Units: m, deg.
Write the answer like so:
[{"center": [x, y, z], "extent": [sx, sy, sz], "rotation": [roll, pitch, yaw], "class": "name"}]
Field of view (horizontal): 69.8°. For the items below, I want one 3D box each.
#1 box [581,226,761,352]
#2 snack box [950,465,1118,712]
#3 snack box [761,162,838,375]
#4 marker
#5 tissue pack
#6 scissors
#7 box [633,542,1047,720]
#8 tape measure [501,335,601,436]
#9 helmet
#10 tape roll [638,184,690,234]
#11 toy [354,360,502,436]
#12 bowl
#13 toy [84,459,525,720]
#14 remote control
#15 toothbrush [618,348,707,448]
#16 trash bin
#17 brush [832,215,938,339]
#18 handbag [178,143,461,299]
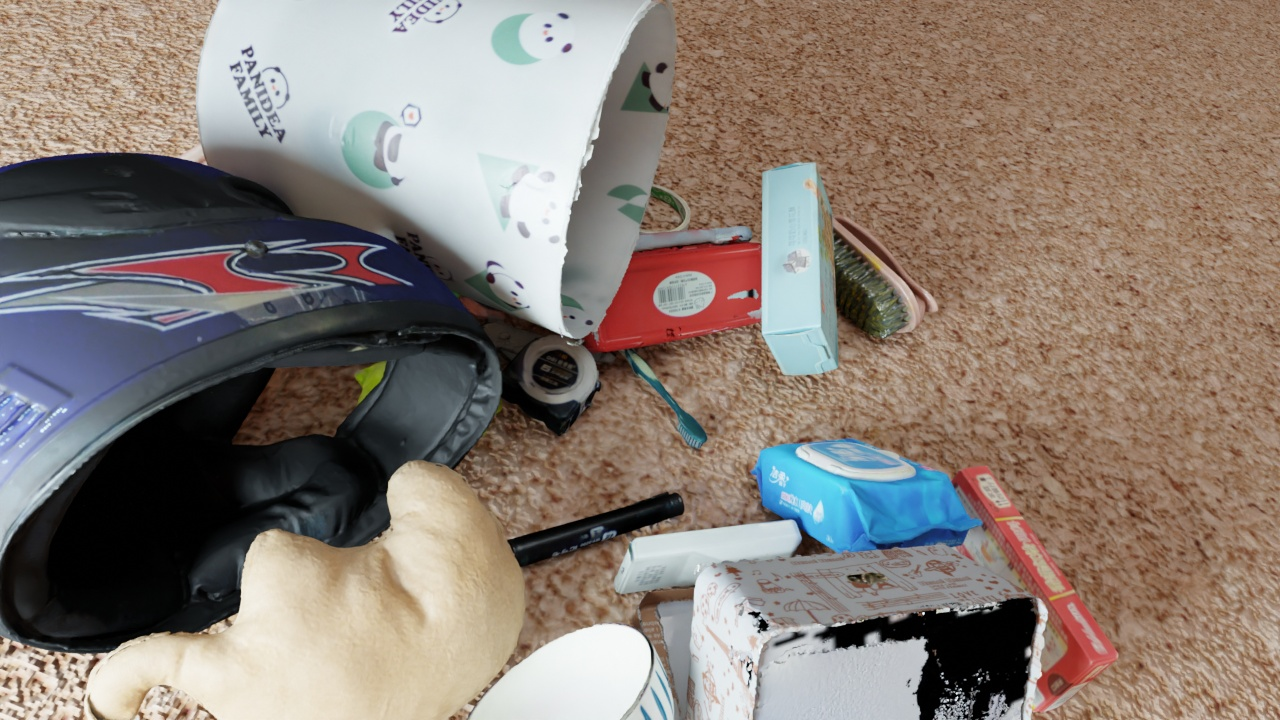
[{"center": [0.012, -0.066, 0.795], "extent": [0.201, 0.095, 0.102], "rotation": [-12, 11, -36], "class": "box"}, {"center": [0.253, 0.154, 0.632], "extent": [0.025, 0.075, 0.152], "rotation": [-6, 48, -21], "class": "snack box"}, {"center": [0.138, -0.080, 0.793], "extent": [0.052, 0.074, 0.174], "rotation": [-7, 60, 20], "class": "snack box"}, {"center": [-0.030, 0.114, 0.632], "extent": [0.131, 0.020, 0.022], "rotation": [-13, 34, -27], "class": "marker"}, {"center": [0.152, 0.092, 0.643], "extent": [0.094, 0.052, 0.157], "rotation": [-3, 11, -22], "class": "tissue pack"}, {"center": [-0.132, -0.029, 0.748], "extent": [0.188, 0.015, 0.225], "rotation": [-16, 56, -26], "class": "scissors"}, {"center": [0.102, 0.177, 0.548], "extent": [0.182, 0.154, 0.185], "rotation": [0, 14, -20], "class": "box"}, {"center": [-0.066, 0.015, 0.702], "extent": [0.066, 0.034, 0.065], "rotation": [36, 58, 8], "class": "tape measure"}, {"center": [-0.267, 0.000, 0.521], "extent": [0.314, 0.248, 0.240], "rotation": [-23, 55, -42], "class": "helmet"}, {"center": [0.007, -0.147, 0.908], "extent": [0.085, 0.014, 0.085], "rotation": [8, 44, -8], "class": "tape roll"}, {"center": [-0.157, 0.029, 0.673], "extent": [0.099, 0.031, 0.096], "rotation": [-27, 60, -36], "class": "toy"}, {"center": [-0.031, 0.205, 0.493], "extent": [0.116, 0.117, 0.066], "rotation": [-41, 111, -41], "class": "bowl"}, {"center": [-0.163, 0.152, 0.493], "extent": [0.225, 0.083, 0.143], "rotation": [-26, 89, -35], "class": "toy"}, {"center": [0.046, 0.132, 0.615], "extent": [0.124, 0.049, 0.024], "rotation": [-3, 50, -18], "class": "remote control"}, {"center": [-0.004, 0.004, 0.755], "extent": [0.016, 0.018, 0.191], "rotation": [-16, 50, -33], "class": "toothbrush"}, {"center": [-0.127, -0.155, 0.613], "extent": [0.252, 0.230, 0.228], "rotation": [17, 44, 8], "class": "trash bin"}, {"center": [0.210, -0.081, 0.864], "extent": [0.073, 0.063, 0.145], "rotation": [-29, 59, -24], "class": "brush"}, {"center": [-0.239, -0.099, 0.728], "extent": [0.234, 0.094, 0.192], "rotation": [40, 61, 14], "class": "handbag"}]
